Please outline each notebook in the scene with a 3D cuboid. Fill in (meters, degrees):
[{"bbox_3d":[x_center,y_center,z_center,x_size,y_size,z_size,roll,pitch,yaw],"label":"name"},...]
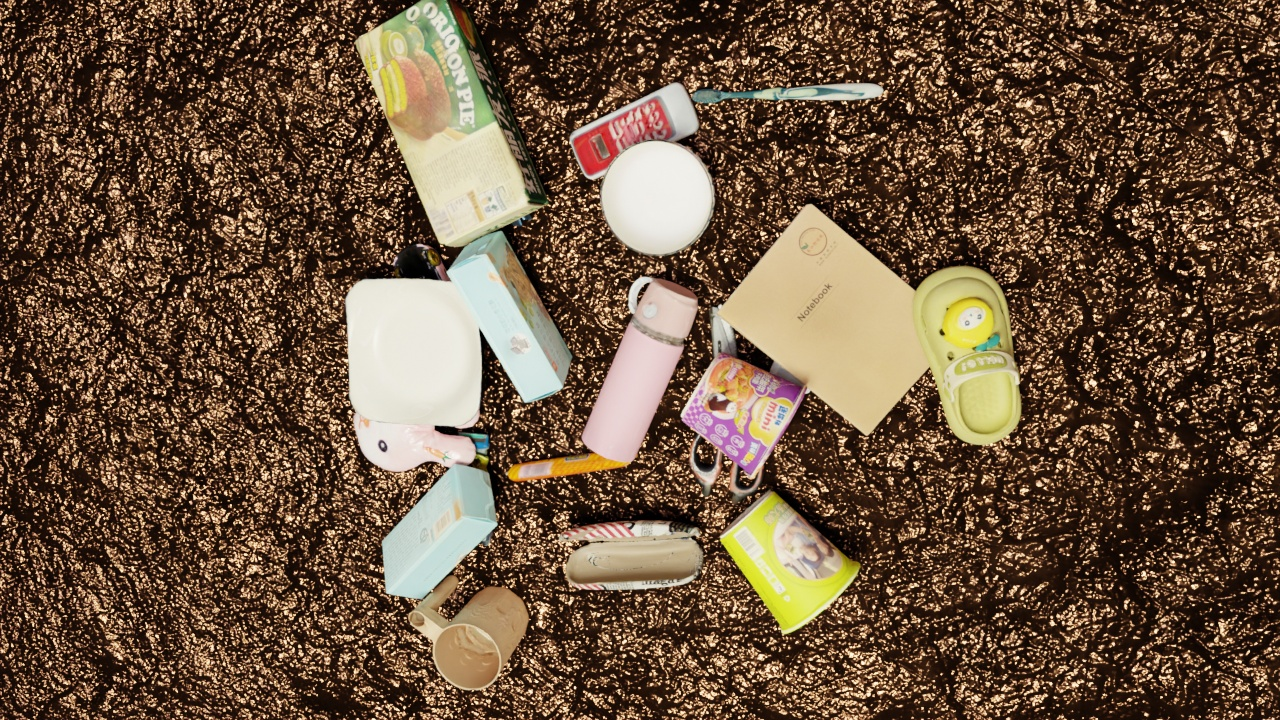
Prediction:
[{"bbox_3d":[0.204,-0.040,0.946,0.207,0.008,0.148,39,101,-6],"label":"notebook"}]

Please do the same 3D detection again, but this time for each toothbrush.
[{"bbox_3d":[0.146,-0.269,0.924,0.192,0.018,0.016,2,103,13],"label":"toothbrush"}]

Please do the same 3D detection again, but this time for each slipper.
[{"bbox_3d":[0.334,0.000,0.904,0.091,0.081,0.190,-18,104,3],"label":"slipper"}]

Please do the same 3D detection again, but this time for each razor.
[{"bbox_3d":[-0.189,0.153,1.097,0.043,0.022,0.143,2,103,28],"label":"razor"}]

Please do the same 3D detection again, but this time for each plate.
[{"bbox_3d":[-0.248,-0.010,1.025,0.164,0.034,0.164,3,98,15],"label":"plate"}]

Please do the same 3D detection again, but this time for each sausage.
[{"bbox_3d":[-0.082,0.122,1.065,0.165,0.021,0.021,-9,100,15],"label":"sausage"}]

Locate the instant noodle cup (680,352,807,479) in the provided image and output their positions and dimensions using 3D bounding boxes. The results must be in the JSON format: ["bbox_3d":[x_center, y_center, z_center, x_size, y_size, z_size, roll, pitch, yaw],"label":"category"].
[{"bbox_3d":[0.103,0.050,0.949,0.099,0.111,0.112,31,107,5],"label":"instant noodle cup"}]

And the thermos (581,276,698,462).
[{"bbox_3d":[-0.006,0.006,1.003,0.087,0.067,0.199,34,111,35],"label":"thermos"}]

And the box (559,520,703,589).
[{"bbox_3d":[-0.009,0.226,1.047,0.163,0.076,0.087,-8,81,13],"label":"box"}]

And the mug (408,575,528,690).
[{"bbox_3d":[-0.204,0.316,1.095,0.124,0.103,0.084,36,108,3],"label":"mug"}]

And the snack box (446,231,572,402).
[{"bbox_3d":[-0.137,-0.047,0.989,0.052,0.074,0.175,-22,113,15],"label":"snack box"}]

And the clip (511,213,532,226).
[{"bbox_3d":[-0.143,-0.175,1.011,0.038,0.026,0.058,-26,93,20],"label":"clip"}]

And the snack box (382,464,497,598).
[{"bbox_3d":[-0.237,0.202,1.073,0.051,0.074,0.175,22,126,-37],"label":"snack box"}]

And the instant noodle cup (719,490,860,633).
[{"bbox_3d":[0.154,0.210,0.992,0.112,0.111,0.123,-44,82,18],"label":"instant noodle cup"}]

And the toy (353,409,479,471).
[{"bbox_3d":[-0.266,0.072,1.077,0.159,0.054,0.121,6,95,15],"label":"toy"}]

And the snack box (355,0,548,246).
[{"bbox_3d":[-0.199,-0.251,0.973,0.115,0.063,0.240,-24,89,17],"label":"snack box"}]

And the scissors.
[{"bbox_3d":[0.082,0.049,1.013,0.186,0.015,0.208,-41,91,18],"label":"scissors"}]

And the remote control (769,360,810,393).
[{"bbox_3d":[0.178,-0.027,0.969,0.049,0.024,0.125,21,105,5],"label":"remote control"}]

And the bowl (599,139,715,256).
[{"bbox_3d":[0.022,-0.170,0.951,0.116,0.066,0.116,3,104,12],"label":"bowl"}]

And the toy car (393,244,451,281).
[{"bbox_3d":[-0.236,-0.075,1.049,0.056,0.037,0.122,-25,92,16],"label":"toy car"}]

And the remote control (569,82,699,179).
[{"bbox_3d":[-0.007,-0.241,0.966,0.136,0.020,0.056,-21,96,17],"label":"remote control"}]
